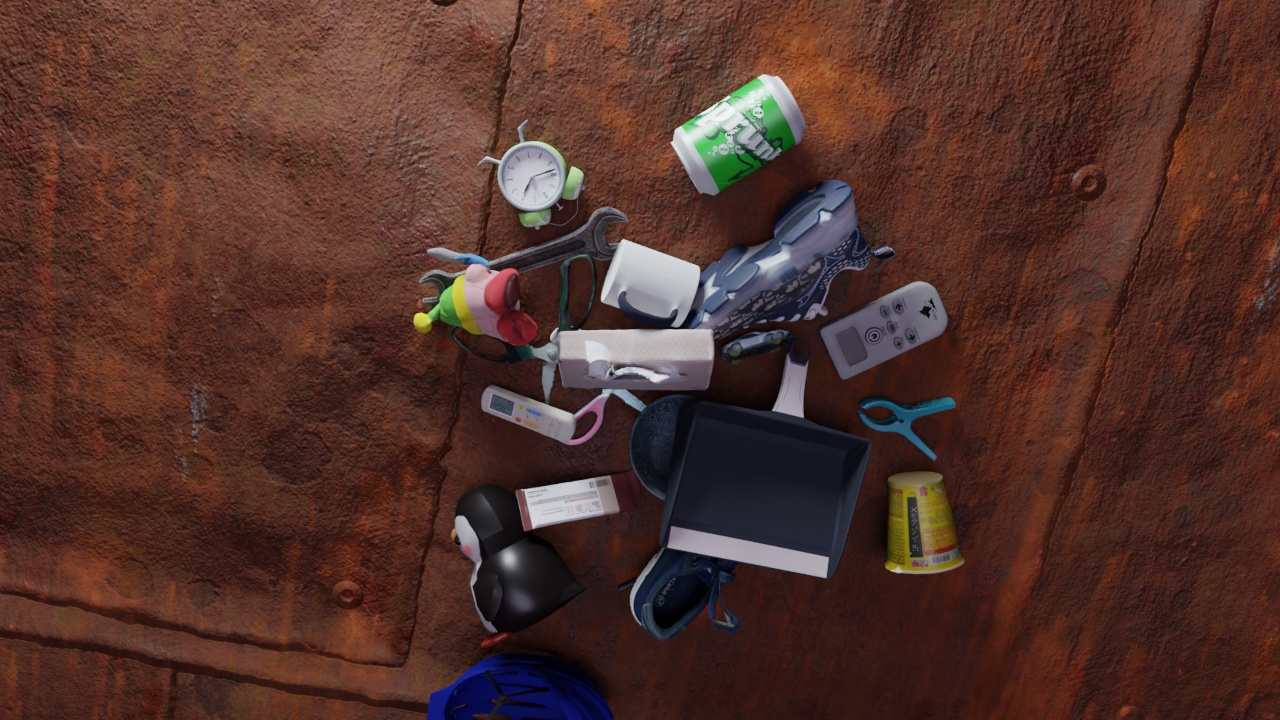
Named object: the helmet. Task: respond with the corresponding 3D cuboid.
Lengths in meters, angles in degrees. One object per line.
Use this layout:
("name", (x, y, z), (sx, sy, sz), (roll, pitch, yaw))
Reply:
("helmet", (-0.156, 0.471, 1.169), (0.241, 0.227, 0.148), (8, 94, -1))

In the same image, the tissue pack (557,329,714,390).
("tissue pack", (-0.006, 0.006, 1.074), (0.181, 0.104, 0.071), (3, 68, 0))

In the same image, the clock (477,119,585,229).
("clock", (-0.122, -0.213, 1.087), (0.094, 0.042, 0.119), (-38, 101, 10))

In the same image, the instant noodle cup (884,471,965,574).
("instant noodle cup", (0.358, 0.203, 1.174), (0.100, 0.100, 0.112), (-7, 94, 2))

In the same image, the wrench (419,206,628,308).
("wrench", (-0.142, -0.121, 1.116), (0.273, 0.010, 0.070), (-17, 130, 5))

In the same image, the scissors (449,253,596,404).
("scissors", (-0.125, -0.050, 1.132), (0.201, 0.015, 0.206), (22, 105, 0))

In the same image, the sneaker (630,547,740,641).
("sneaker", (0.103, 0.236, 1.152), (0.120, 0.127, 0.294), (39, 89, -9))

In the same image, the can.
("can", (0.112, -0.258, 1.053), (0.140, 0.087, 0.088), (-31, 102, 7))

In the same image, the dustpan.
("dustpan", (0.164, 0.110, 1.119), (0.236, 0.080, 0.272), (14, 73, -14))

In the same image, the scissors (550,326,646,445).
("scissors", (-0.058, 0.028, 1.164), (0.171, 0.013, 0.177), (-40, 100, 11))

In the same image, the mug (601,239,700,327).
("mug", (0.010, -0.081, 1.083), (0.097, 0.111, 0.079), (18, 129, -10))

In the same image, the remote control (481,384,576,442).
("remote control", (-0.142, 0.067, 1.160), (0.125, 0.018, 0.038), (21, 123, 5))

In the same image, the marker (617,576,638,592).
("marker", (0.038, 0.276, 1.229), (0.152, 0.011, 0.011), (-26, 103, 7))

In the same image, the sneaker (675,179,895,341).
("sneaker", (0.169, -0.085, 1.099), (0.270, 0.103, 0.132), (-39, 118, 16))

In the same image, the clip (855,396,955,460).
("clip", (0.331, 0.082, 1.173), (0.116, 0.026, 0.097), (13, 101, -4))

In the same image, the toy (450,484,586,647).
("toy", (-0.162, 0.240, 1.159), (0.140, 0.159, 0.184), (-28, 85, 17))

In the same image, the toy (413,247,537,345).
("toy", (-0.201, -0.068, 1.084), (0.131, 0.096, 0.124), (13, 138, 35))

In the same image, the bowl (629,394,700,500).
("bowl", (0.043, 0.115, 1.154), (0.137, 0.057, 0.137), (4, 76, -17))

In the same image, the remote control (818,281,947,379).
("remote control", (0.305, -0.039, 1.143), (0.151, 0.019, 0.074), (-26, 103, 6))

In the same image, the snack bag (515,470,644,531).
("snack bag", (-0.075, 0.177, 1.163), (0.157, 0.013, 0.057), (-8, 61, -19))

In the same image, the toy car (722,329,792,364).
("toy car", (0.144, -0.020, 1.140), (0.090, 0.039, 0.027), (-16, 68, 3))
